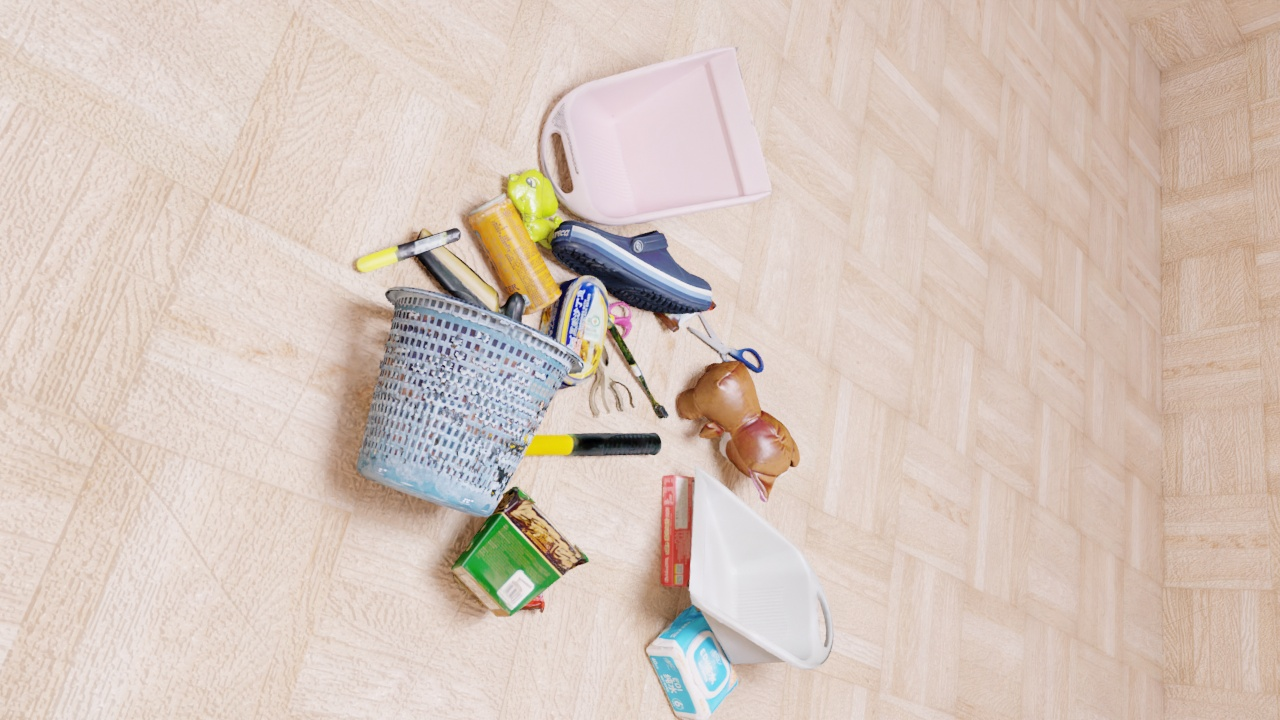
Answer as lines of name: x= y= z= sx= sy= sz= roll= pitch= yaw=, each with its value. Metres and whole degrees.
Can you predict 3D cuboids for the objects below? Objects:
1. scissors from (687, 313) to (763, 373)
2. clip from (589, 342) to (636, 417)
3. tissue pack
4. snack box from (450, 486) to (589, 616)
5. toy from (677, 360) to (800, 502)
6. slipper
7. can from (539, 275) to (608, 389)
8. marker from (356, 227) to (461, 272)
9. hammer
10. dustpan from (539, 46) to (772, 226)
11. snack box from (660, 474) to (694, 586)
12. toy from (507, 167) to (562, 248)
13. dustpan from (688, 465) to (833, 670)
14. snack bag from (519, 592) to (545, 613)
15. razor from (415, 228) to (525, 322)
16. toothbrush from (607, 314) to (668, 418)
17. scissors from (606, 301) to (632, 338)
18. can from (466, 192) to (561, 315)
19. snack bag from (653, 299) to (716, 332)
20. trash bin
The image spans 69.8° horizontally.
scissors: x=0.132 y=-0.003 z=1.411 sx=0.166 sy=0.012 sz=0.155 roll=5 pitch=78 yaw=-41
clip: x=-0.051 y=0.033 z=1.221 sx=0.094 sy=0.035 sz=0.102 roll=-44 pitch=107 yaw=-40
tissue pack: x=0.074 y=0.411 z=1.239 sx=0.089 sy=0.063 sz=0.140 roll=-33 pitch=104 yaw=-43
snack box: x=-0.144 y=0.224 z=1.029 sx=0.118 sy=0.118 sz=0.105 roll=45 pitch=65 yaw=-3
toy: x=0.146 y=0.101 z=1.335 sx=0.199 sy=0.131 sz=0.139 roll=48 pitch=52 yaw=2
slipper: x=-0.010 y=-0.135 z=1.236 sx=0.252 sy=0.105 sz=0.095 roll=23 pitch=78 yaw=-35
can: x=-0.086 y=-0.036 z=1.182 sx=0.074 sy=0.049 sz=0.148 roll=20 pitch=73 yaw=-31
marker: x=-0.261 y=-0.126 z=1.041 sx=0.124 sy=0.015 sz=0.018 roll=-23 pitch=99 yaw=-20
hammer: x=-0.091 y=0.107 z=1.170 sx=0.300 sy=0.033 sz=0.128 roll=5 pitch=80 yaw=-42
dustpan: x=0.015 y=-0.289 z=1.223 sx=0.138 sy=0.274 sz=0.222 roll=4 pitch=68 yaw=-65
snack box: x=0.065 y=0.240 z=1.290 sx=0.075 sy=0.026 sz=0.152 roll=12 pitch=74 yaw=-42
toy: x=-0.135 y=-0.199 z=1.192 sx=0.096 sy=0.031 sz=0.100 roll=13 pitch=77 yaw=-44
dustpan: x=0.170 y=0.296 z=1.244 sx=0.222 sy=0.143 sz=0.258 roll=-83 pitch=158 yaw=-50
snack bag: x=-0.133 y=0.252 z=1.106 sx=0.045 sy=0.026 sz=0.105 roll=7 pitch=74 yaw=-34
razor: x=-0.203 y=-0.092 z=1.094 sx=0.067 sy=0.062 sz=0.167 roll=-46 pitch=111 yaw=-3
toothbrush: x=-0.008 y=0.007 z=1.265 sx=0.012 sy=0.017 sz=0.186 roll=-40 pitch=115 yaw=-22
scissors: x=-0.065 y=-0.060 z=1.239 sx=0.133 sy=0.017 sz=0.054 roll=8 pitch=85 yaw=-38
can: x=-0.156 y=-0.130 z=1.139 sx=0.058 sy=0.058 sz=0.146 roll=-40 pitch=109 yaw=-40
snack bag: x=0.067 y=-0.075 z=1.351 sx=0.048 sy=0.026 sz=0.103 roll=46 pitch=45 yaw=16
trash bin: x=-0.198 y=0.053 z=0.979 sx=0.226 sy=0.227 sz=0.195 roll=28 pitch=77 yaw=-36
